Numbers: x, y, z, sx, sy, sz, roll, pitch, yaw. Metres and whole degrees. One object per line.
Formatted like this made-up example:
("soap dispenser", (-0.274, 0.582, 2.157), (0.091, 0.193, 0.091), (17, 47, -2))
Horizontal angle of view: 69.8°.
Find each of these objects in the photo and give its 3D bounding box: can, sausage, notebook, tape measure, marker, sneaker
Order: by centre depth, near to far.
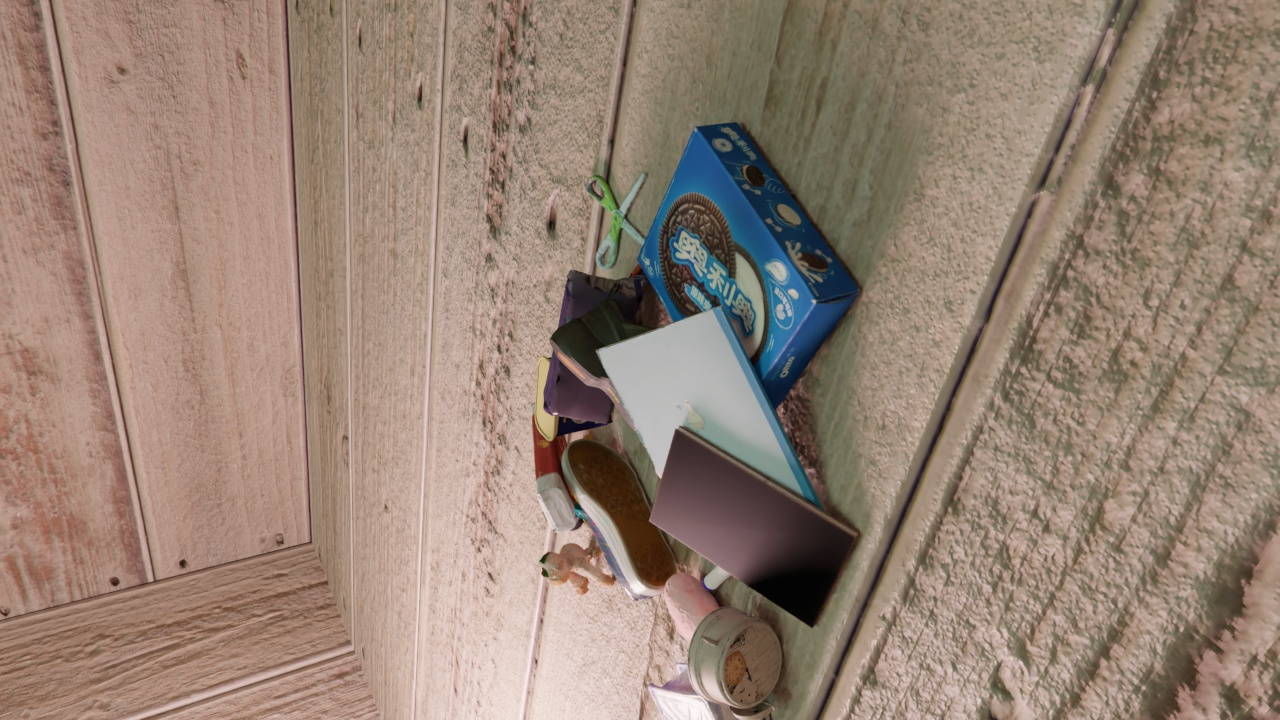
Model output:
("notebook", (0.071, 0.079, 0.940), (0.182, 0.009, 0.253), (-17, 104, 43))
("notebook", (0.109, 0.172, 0.948), (0.209, 0.008, 0.142), (30, 129, 22))
("marker", (0.108, 0.229, 1.045), (0.020, 0.020, 0.142), (64, 147, 24))
("sneaker", (0.026, 0.008, 1.053), (0.238, 0.142, 0.101), (42, 167, 1))
("sausage", (-0.017, -0.086, 1.153), (0.156, 0.020, 0.020), (-49, 58, 53))
("sneaker", (-0.033, 0.212, 1.219), (0.235, 0.087, 0.079), (57, 145, 21))
("can", (-0.087, 0.044, 1.241), (0.056, 0.092, 0.116), (41, 133, 47))
("tape measure", (-0.099, 0.219, 1.376), (0.062, 0.034, 0.061), (-49, 60, 53))

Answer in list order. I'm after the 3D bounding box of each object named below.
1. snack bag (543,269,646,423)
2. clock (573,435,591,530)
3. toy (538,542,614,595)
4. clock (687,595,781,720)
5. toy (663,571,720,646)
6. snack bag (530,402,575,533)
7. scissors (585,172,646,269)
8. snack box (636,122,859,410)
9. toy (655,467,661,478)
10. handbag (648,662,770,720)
("snack bag", (-0.059, -0.014, 1.129), (0.058, 0.096, 0.206), (-100, 21, -61))
("clock", (-0.070, 0.178, 1.310), (0.099, 0.043, 0.129), (-47, 52, 54))
("toy", (-0.101, 0.305, 1.345), (0.085, 0.105, 0.074), (-14, 66, 52))
("clock", (0.115, 0.344, 1.002), (0.061, 0.103, 0.157), (-3, 111, 53))
("toy", (0.066, 0.316, 1.117), (0.108, 0.053, 0.105), (47, 148, 42))
("snack bag", (-0.124, 0.143, 1.292), (0.225, 0.041, 0.077), (-103, -6, -60))
("scissors", (-0.027, -0.174, 1.152), (0.171, 0.023, 0.173), (53, 136, 41))
("snack box", (0.096, -0.087, 0.925), (0.238, 0.056, 0.196), (61, 147, 28))
("toy", (0.053, 0.146, 1.090), (0.123, 0.038, 0.079), (38, 153, 51))
("handbag", (0.090, 0.434, 1.103), (0.159, 0.069, 0.126), (-26, 91, 59))
